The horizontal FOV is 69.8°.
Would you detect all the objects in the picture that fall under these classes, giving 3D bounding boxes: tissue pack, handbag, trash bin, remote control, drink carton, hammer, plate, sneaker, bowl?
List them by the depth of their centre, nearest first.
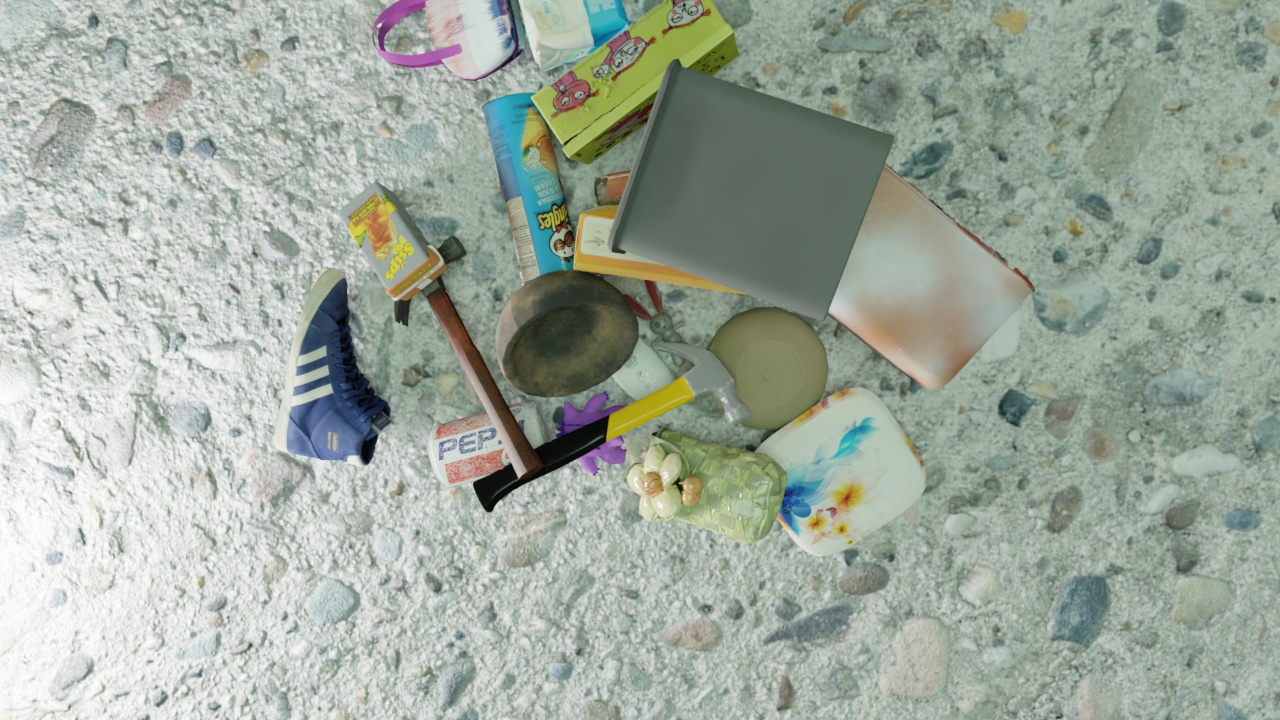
[{"bbox_3d":[0.105,-0.161,0.896,0.220,0.097,0.192,20,98,7],"label":"trash bin"},{"bbox_3d":[0.267,-0.104,1.022,0.259,0.181,0.157,38,98,-4],"label":"trash bin"},{"bbox_3d":[-0.092,-0.444,1.038,0.117,0.066,0.209,-16,96,-3],"label":"tissue pack"},{"bbox_3d":[-0.088,-0.036,1.040,0.162,0.162,0.070,-29,53,5],"label":"bowl"},{"bbox_3d":[-0.227,-0.387,1.061,0.170,0.068,0.144,-11,96,10],"label":"handbag"},{"bbox_3d":[-0.043,0.082,1.062,0.323,0.029,0.127,-26,73,-5],"label":"hammer"},{"bbox_3d":[-0.195,0.004,1.068,0.111,0.028,0.300,-33,73,8],"label":"hammer"},{"bbox_3d":[-0.291,-0.139,1.077,0.076,0.048,0.125,-37,76,6],"label":"drink carton"},{"bbox_3d":[0.071,0.147,1.077,0.187,0.116,0.113,11,95,31],"label":"handbag"},{"bbox_3d":[-0.348,0.019,1.097,0.118,0.091,0.233,19,98,3],"label":"sneaker"},{"bbox_3d":[0.153,0.013,1.104,0.152,0.050,0.152,0,98,1],"label":"bowl"},{"bbox_3d":[-0.007,0.007,1.118,0.060,0.028,0.114,-44,94,7],"label":"remote control"},{"bbox_3d":[0.244,0.142,1.118,0.187,0.016,0.187,-35,106,7],"label":"plate"}]

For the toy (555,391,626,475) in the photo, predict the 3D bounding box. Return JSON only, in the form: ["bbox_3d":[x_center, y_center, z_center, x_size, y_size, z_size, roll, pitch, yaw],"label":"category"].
[{"bbox_3d":[-0.058,0.089,1.117,0.088,0.056,0.106,8,98,-1],"label":"toy"}]

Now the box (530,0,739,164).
[{"bbox_3d":[-0.001,-0.315,1.020,0.221,0.124,0.082,-32,92,9],"label":"box"}]

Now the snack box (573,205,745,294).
[{"bbox_3d":[0.031,-0.131,1.041,0.195,0.145,0.081,8,99,1],"label":"snack box"}]

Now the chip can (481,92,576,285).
[{"bbox_3d":[-0.125,-0.190,1.072,0.080,0.079,0.229,-12,97,3],"label":"chip can"}]

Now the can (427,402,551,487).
[{"bbox_3d":[-0.181,0.101,1.111,0.136,0.078,0.078,-15,97,3],"label":"can"}]

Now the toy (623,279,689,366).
[{"bbox_3d":[0.025,-0.044,1.110,0.049,0.030,0.111,-36,94,1],"label":"toy"}]

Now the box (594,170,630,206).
[{"bbox_3d":[0.036,-0.212,1.079,0.187,0.057,0.060,-11,129,4],"label":"box"}]
